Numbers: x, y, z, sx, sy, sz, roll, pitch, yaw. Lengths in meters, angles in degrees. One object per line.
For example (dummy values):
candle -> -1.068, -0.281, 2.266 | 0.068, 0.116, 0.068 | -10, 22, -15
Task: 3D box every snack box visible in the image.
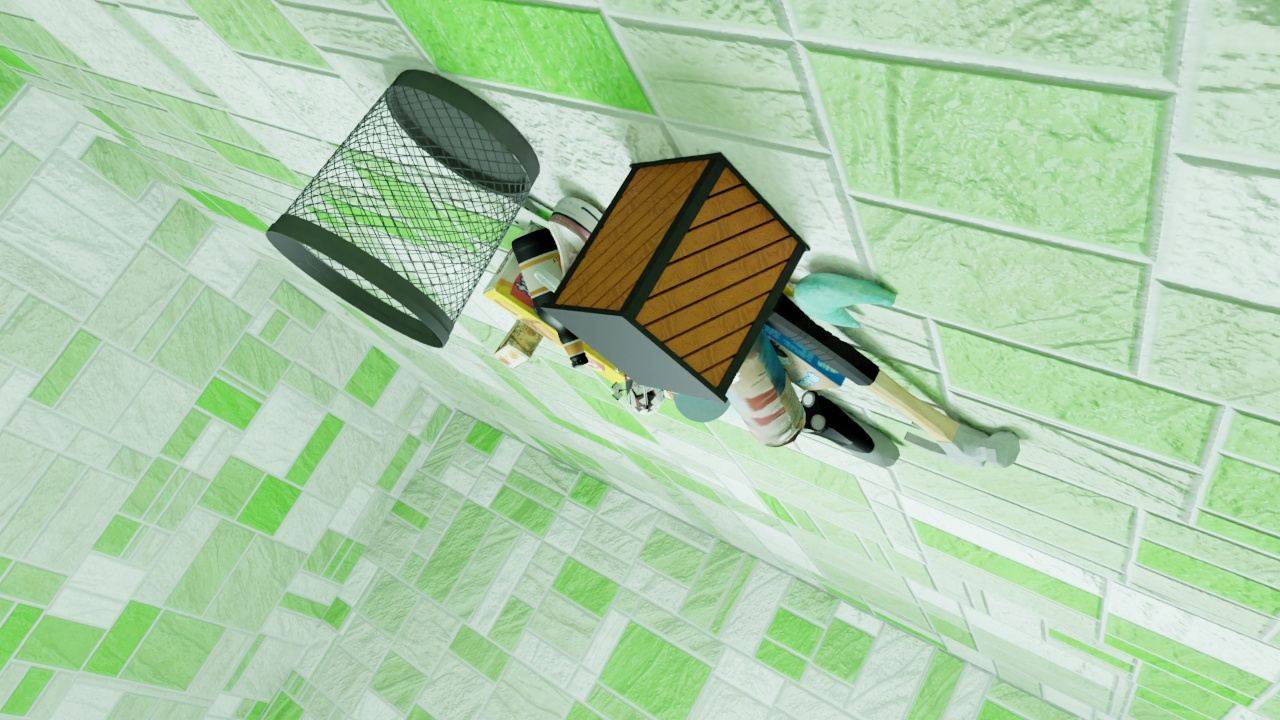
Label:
snack box -> 0.166, -0.018, 1.091 | 0.151, 0.034, 0.087 | 33, 166, -14
snack box -> -0.090, -0.073, 1.263 | 0.230, 0.110, 0.062 | 34, 165, -16
snack box -> -0.154, -0.064, 1.353 | 0.041, 0.146, 0.143 | 33, 167, -10

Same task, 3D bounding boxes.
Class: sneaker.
sneaker -> -0.052, -0.102, 1.127 | 0.118, 0.087, 0.241 | 22, 165, 31

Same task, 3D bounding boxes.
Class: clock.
clock -> -0.006, 0.007, 1.144 | 0.065, 0.115, 0.154 | -6, -163, 0

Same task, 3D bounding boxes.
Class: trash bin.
trash bin -> -0.250, -0.168, 1.014 | 0.218, 0.227, 0.218 | 29, 166, 7
trash bin -> 0.033, -0.078, 0.865 | 0.139, 0.171, 0.140 | 39, 164, -32

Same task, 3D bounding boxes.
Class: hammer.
hammer -> 0.263, 0.025, 1.014 | 0.328, 0.039, 0.131 | 33, 168, -18

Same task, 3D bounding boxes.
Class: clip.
clip -> -0.145, -0.197, 1.157 | 0.102, 0.050, 0.058 | 32, 173, -1

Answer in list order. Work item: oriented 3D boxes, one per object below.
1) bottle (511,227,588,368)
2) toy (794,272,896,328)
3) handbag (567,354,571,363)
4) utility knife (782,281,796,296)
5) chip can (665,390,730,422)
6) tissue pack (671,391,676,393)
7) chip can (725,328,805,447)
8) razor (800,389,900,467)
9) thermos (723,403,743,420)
bottle -> -0.109, -0.078, 1.189 | 0.059, 0.059, 0.181 | -9, 103, 69
toy -> 0.193, -0.060, 0.898 | 0.085, 0.033, 0.105 | 20, 166, -3
handbag -> -0.050, -0.031, 1.393 | 0.111, 0.081, 0.119 | 18, 165, -8
utility knife -> 0.119, -0.083, 0.994 | 0.179, 0.017, 0.030 | 17, 166, 43
chip can -> 0.066, 0.023, 1.221 | 0.075, 0.075, 0.215 | 33, -176, -10
tissue pack -> 0.049, -0.029, 1.077 | 0.062, 0.144, 0.093 | -17, 117, 15
chip can -> 0.136, 0.029, 1.076 | 0.080, 0.079, 0.229 | 22, 164, 30
razor -> 0.278, 0.097, 1.231 | 0.156, 0.057, 0.060 | 26, -164, -16
thermos -> 0.121, 0.046, 1.341 | 0.077, 0.065, 0.207 | -10, -165, -38
